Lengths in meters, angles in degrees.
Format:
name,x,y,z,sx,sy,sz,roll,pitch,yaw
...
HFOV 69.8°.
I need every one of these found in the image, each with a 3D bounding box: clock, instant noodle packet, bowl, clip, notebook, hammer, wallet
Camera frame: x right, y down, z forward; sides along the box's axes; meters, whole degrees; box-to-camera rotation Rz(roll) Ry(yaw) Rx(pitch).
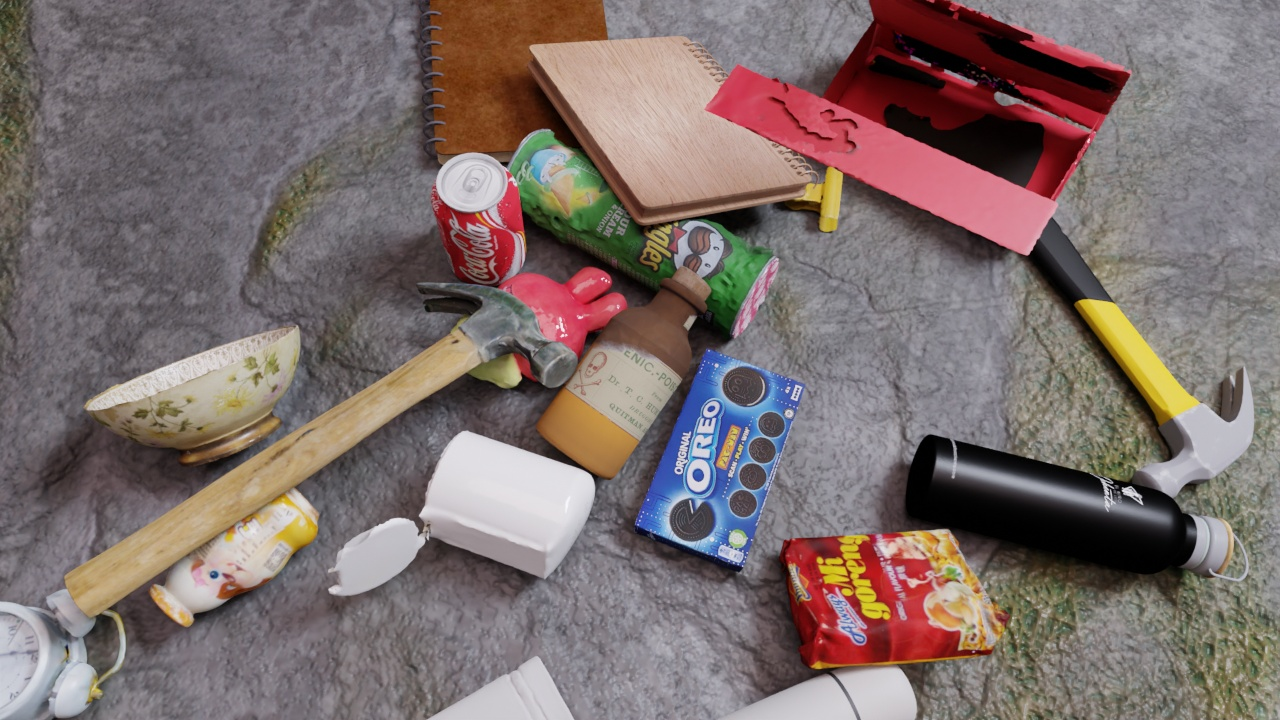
name,x,y,z,sx,sy,sz,roll,pitch,yaw
clock,-0.391,0.192,0.585,0.117,0.057,0.083,-11,67,-15
instant noodle packet,0.165,0.157,0.616,0.135,0.040,0.098,-3,36,-3
bowl,-0.297,0.030,0.639,0.145,0.145,0.063,-22,106,-12
clip,0.147,-0.139,0.771,0.049,0.044,0.053,21,66,-21
notebook,-0.112,-0.274,0.822,0.167,0.024,0.225,-5,66,-6
hammer,0.364,-0.049,0.742,0.127,0.029,0.323,-23,68,-12
wallet,-0.095,0.253,0.586,0.116,0.032,0.086,-25,59,-11
notebook,0.025,-0.197,0.751,0.168,0.022,0.210,-15,55,-27
hammer,-0.209,0.051,0.604,0.329,0.033,0.132,-35,56,-22

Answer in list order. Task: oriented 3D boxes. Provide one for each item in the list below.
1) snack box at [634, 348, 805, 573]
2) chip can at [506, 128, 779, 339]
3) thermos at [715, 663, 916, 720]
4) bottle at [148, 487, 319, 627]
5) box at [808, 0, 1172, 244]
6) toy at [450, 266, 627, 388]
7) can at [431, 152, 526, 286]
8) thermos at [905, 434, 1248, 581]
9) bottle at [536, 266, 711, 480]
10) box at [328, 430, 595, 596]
name,x,y,z,sx,sy,sz,roll,pitch,yaw
snack box,0.059,0.070,0.673,0.082,0.027,0.150,20,66,7
chip can,-0.004,-0.103,0.723,0.223,0.075,0.075,31,68,11
thermos,0.068,0.249,0.580,0.224,0.052,0.052,-19,68,-11
bottle,-0.272,0.126,0.614,0.063,0.063,0.109,41,69,14
box,0.345,-0.363,0.742,0.215,0.141,0.511,31,93,18
toy,-0.077,-0.028,0.701,0.135,0.045,0.091,-20,70,-5
can,-0.122,-0.106,0.702,0.064,0.105,0.064,1,66,-2
thermos,0.311,0.109,0.649,0.231,0.061,0.061,14,66,4
bottle,-0.004,0.004,0.656,0.068,0.068,0.157,34,86,12
box,-0.115,0.114,0.608,0.137,0.083,0.142,20,54,7
